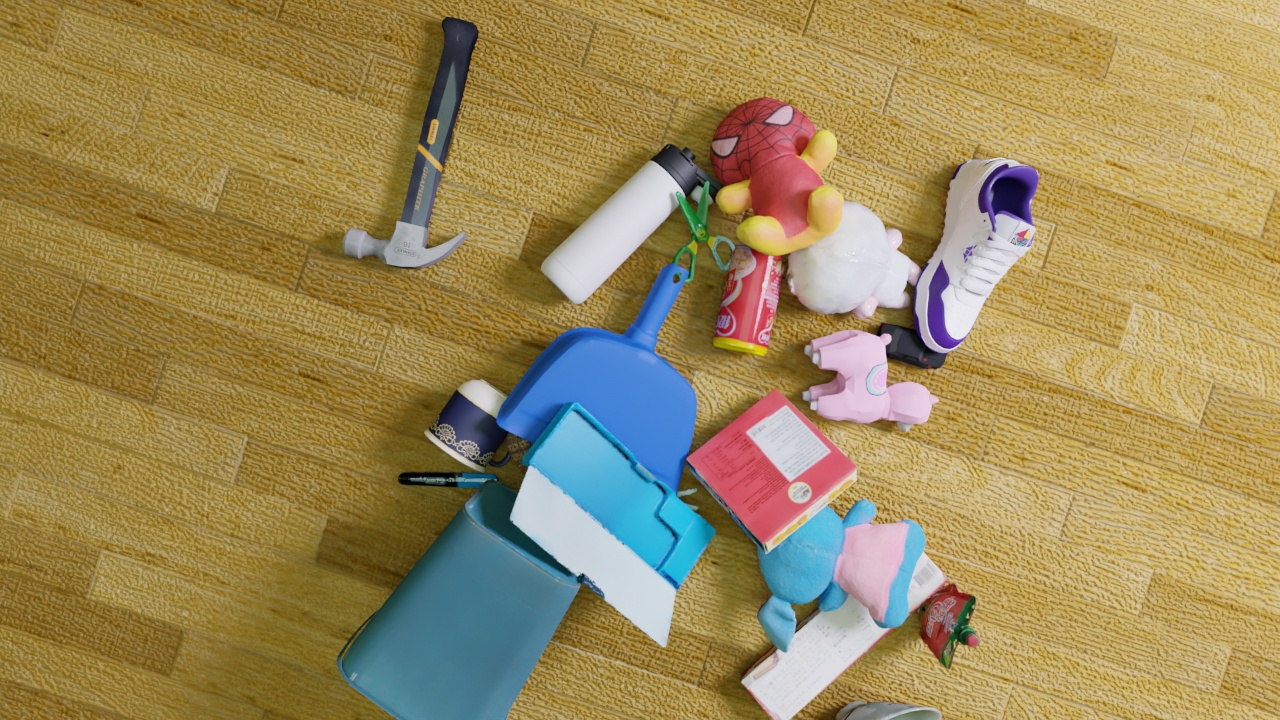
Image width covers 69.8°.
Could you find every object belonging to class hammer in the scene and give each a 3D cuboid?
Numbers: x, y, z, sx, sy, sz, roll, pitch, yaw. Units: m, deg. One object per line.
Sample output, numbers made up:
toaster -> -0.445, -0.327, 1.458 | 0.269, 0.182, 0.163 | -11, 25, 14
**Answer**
hammer -> -0.259, -0.265, 1.121 | 0.139, 0.035, 0.312 | 13, 89, -3

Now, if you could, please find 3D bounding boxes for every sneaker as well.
sneaker -> 0.407, -0.125, 1.080 | 0.091, 0.111, 0.244 | 16, 87, -21

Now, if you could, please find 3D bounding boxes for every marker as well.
marker -> -0.237, 0.147, 1.129 | 0.123, 0.015, 0.018 | 1, 91, 1

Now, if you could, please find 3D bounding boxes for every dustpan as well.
dustpan -> -0.006, 0.006, 1.085 | 0.245, 0.059, 0.257 | 27, 93, -19

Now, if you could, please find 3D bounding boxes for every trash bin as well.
trash bin -> -0.179, 0.273, 1.023 | 0.199, 0.196, 0.219 | 34, 98, -1

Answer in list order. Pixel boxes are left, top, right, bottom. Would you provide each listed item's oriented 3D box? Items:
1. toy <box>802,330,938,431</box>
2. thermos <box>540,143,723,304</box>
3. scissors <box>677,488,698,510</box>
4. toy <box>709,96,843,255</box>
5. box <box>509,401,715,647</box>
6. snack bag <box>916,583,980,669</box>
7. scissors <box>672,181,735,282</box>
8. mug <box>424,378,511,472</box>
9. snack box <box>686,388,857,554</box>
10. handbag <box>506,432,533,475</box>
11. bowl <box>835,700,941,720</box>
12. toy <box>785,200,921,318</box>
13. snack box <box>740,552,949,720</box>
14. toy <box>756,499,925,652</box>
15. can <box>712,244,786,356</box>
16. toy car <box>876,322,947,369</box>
toy -> 0.278, 0.027, 1.105 | 0.157, 0.067, 0.123 | 1, 105, -3
thermos -> -0.007, -0.157, 1.111 | 0.230, 0.068, 0.101 | -45, 104, -2
scissors -> 0.010, 0.163, 1.134 | 0.135, 0.016, 0.083 | -10, 89, -2
toy -> 0.155, -0.219, 1.065 | 0.147, 0.099, 0.216 | -18, 54, 8
box -> -0.037, 0.185, 1.027 | 0.243, 0.060, 0.174 | 44, 50, -19
snack bag -> 0.364, 0.307, 1.068 | 0.044, 0.155, 0.087 | 25, 90, 3
scissors -> 0.080, -0.156, 1.108 | 0.108, 0.012, 0.132 | 0, 113, -23
mug -> -0.188, 0.079, 1.103 | 0.112, 0.086, 0.089 | 37, 86, -36
snack box -> 0.153, 0.127, 1.079 | 0.142, 0.040, 0.145 | -37, 58, -11
handbag -> -0.088, 0.152, 1.101 | 0.043, 0.093, 0.196 | -16, 99, 41
bowl -> 0.272, 0.450, 1.107 | 0.174, 0.068, 0.174 | -16, 130, -20
toy -> 0.262, -0.114, 1.101 | 0.179, 0.101, 0.139 | 18, 90, -25
snack box -> 0.248, 0.329, 1.123 | 0.273, 0.044, 0.076 | -41, 85, -1
toy -> 0.228, 0.243, 1.082 | 0.191, 0.099, 0.223 | 13, 78, 15
can -> 0.132, -0.072, 1.109 | 0.066, 0.066, 0.124 | 13, 89, -1
toy car -> 0.334, -0.017, 1.127 | 0.092, 0.036, 0.042 | 16, 90, -1
